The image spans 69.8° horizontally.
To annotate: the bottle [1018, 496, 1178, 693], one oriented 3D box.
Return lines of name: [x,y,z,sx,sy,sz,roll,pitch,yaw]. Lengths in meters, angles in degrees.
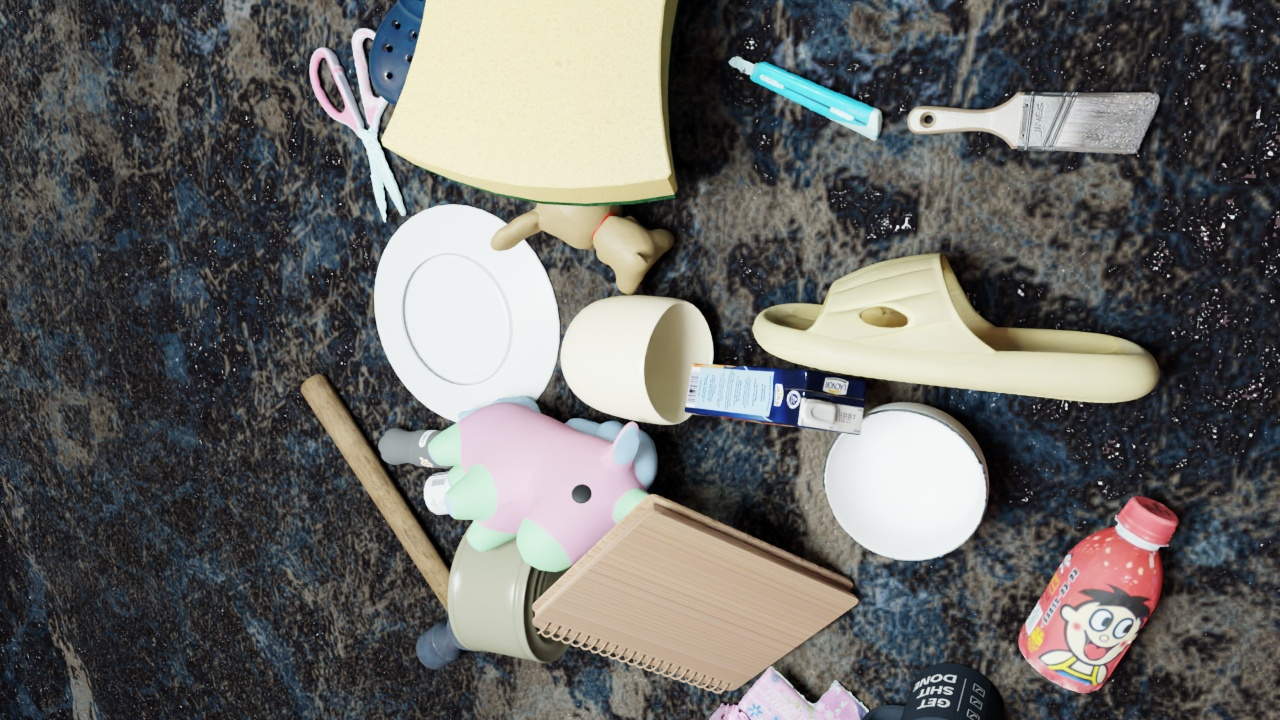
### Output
bottle: [0.318,0.157,0.628,0.062,0.061,0.138,26,115,18]

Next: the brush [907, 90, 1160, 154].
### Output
brush: [0.253,-0.158,0.603,0.151,0.012,0.039,9,108,25]

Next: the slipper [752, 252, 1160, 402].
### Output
slipper: [0.202,-0.028,0.609,0.262,0.111,0.079,9,110,20]

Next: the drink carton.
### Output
drink carton: [0.097,0.027,0.669,0.130,0.064,0.040,3,85,56]

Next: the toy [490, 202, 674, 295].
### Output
toy: [-0.032,-0.107,0.714,0.108,0.105,0.134,39,95,2]

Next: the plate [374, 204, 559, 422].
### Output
plate: [-0.168,-0.038,0.846,0.209,0.015,0.209,7,107,25]

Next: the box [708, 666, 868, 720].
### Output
box: [0.173,0.357,0.774,0.230,0.105,0.086,43,162,11]

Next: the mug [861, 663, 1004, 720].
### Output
mug: [0.219,0.284,0.702,0.105,0.077,0.071,-11,98,29]

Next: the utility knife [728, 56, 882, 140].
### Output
utility knife: [0.118,-0.192,0.662,0.124,0.015,0.022,29,144,19]

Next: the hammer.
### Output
hammer: [-0.248,0.150,0.929,0.130,0.040,0.321,-37,85,26]

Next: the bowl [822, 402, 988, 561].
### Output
bowl: [0.195,0.082,0.668,0.113,0.063,0.113,7,106,25]

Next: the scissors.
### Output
scissors: [-0.238,-0.213,0.836,0.105,0.016,0.179,-22,93,29]

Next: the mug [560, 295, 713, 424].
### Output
mug: [-0.004,0.004,0.736,0.100,0.096,0.120,7,147,37]

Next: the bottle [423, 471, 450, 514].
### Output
bottle: [-0.149,0.120,0.865,0.116,0.041,0.041,-11,98,29]

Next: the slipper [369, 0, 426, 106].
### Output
slipper: [-0.117,-0.263,0.718,0.253,0.095,0.105,-4,104,24]

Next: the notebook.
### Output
notebook: [0.041,0.196,0.728,0.210,0.022,0.169,27,123,-27]

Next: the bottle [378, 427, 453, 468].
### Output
bottle: [-0.201,0.085,0.884,0.110,0.036,0.036,1,104,27]

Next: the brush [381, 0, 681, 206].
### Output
brush: [-0.058,-0.238,0.632,0.195,0.075,0.250,8,91,7]

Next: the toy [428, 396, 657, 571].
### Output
toy: [-0.079,0.086,0.765,0.171,0.222,0.120,-27,129,-6]

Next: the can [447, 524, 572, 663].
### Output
can: [-0.104,0.198,0.814,0.073,0.127,0.128,3,105,24]
